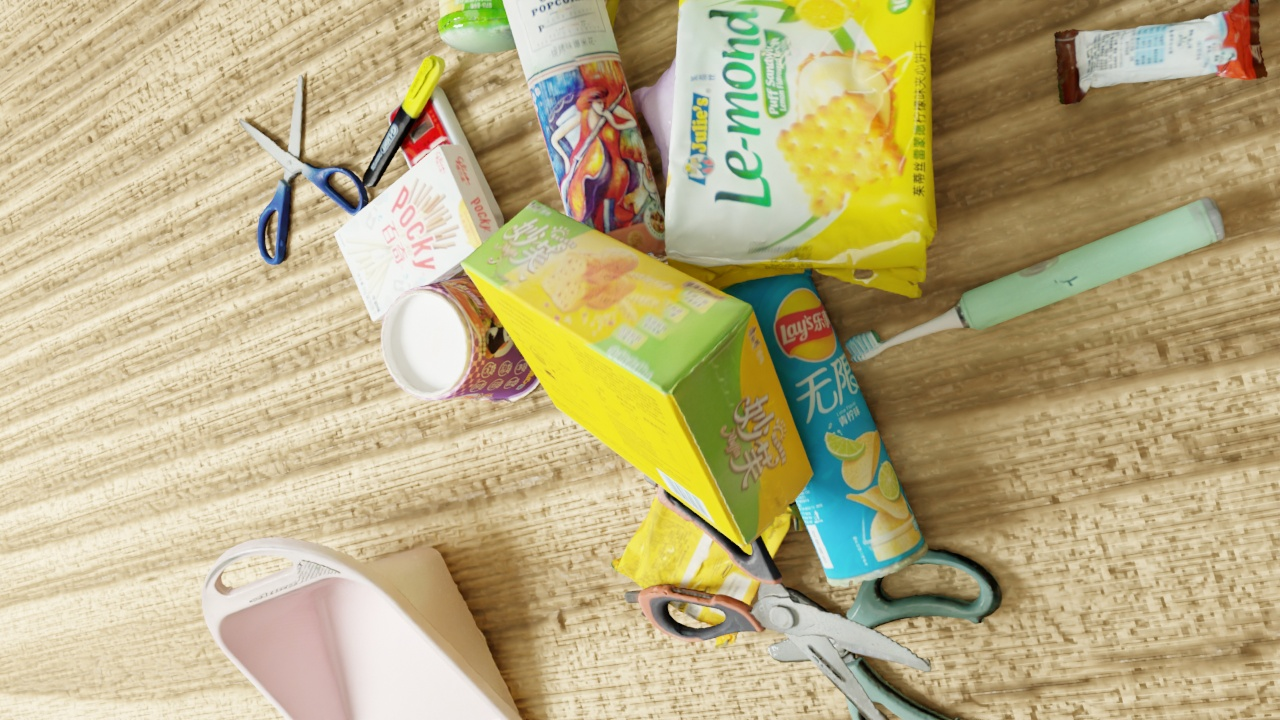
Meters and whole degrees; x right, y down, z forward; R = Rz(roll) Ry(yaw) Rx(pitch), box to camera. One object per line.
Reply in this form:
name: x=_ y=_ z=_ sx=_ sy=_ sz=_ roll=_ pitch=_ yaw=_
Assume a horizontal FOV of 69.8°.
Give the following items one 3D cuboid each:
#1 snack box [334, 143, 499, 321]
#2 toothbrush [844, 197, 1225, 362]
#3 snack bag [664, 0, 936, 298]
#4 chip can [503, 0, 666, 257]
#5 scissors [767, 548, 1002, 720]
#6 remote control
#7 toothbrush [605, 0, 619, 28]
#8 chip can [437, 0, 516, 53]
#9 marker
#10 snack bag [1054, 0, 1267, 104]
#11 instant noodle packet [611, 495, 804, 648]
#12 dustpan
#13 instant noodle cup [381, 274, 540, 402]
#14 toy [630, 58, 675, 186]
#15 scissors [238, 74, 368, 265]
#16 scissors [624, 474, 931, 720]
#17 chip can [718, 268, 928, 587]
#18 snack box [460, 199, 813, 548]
snack box: x=-0.182 y=-0.100 z=0.741 sx=0.157 sy=0.026 sz=0.084 roll=-26 pitch=87 yaw=38
toothbrush: x=0.233 y=-0.042 z=0.565 sx=0.225 sy=0.026 sz=0.027 roll=-23 pitch=107 yaw=26
snack bag: x=0.102 y=-0.157 z=0.563 sx=0.158 sy=0.068 sz=0.246 roll=0 pitch=79 yaw=22
chip can: x=-0.037 y=-0.170 z=0.642 sx=0.071 sy=0.071 sz=0.215 roll=-12 pitch=98 yaw=26
scissors: x=0.176 y=0.212 z=0.627 sx=0.171 sy=0.019 sz=0.181 roll=-23 pitch=87 yaw=25
remote control: x=-0.159 y=-0.155 z=0.744 sx=0.056 sy=0.020 sz=0.136 roll=-28 pitch=83 yaw=25
toothbrush: x=-0.027 y=-0.253 z=0.671 sx=0.017 sy=0.015 sz=0.190 roll=24 pitch=106 yaw=26
chip can: x=-0.120 y=-0.342 z=0.674 sx=0.073 sy=0.072 sz=0.221 roll=0 pitch=96 yaw=26
marker: x=-0.193 y=-0.190 z=0.737 sx=0.018 sy=0.015 sz=0.124 roll=47 pitch=114 yaw=22
snack bag: x=0.293 y=-0.174 z=0.520 sx=0.104 sy=0.026 sz=0.048 roll=-4 pitch=88 yaw=27
instant noodle packet: x=0.047 y=0.131 z=0.665 sx=0.111 sy=0.044 sz=0.129 roll=32 pitch=111 yaw=17
dustpan: x=-0.244 y=0.268 z=0.769 sx=0.223 sy=0.138 sz=0.273 roll=-26 pitch=84 yaw=25
instant noodle cup: x=-0.136 y=-0.017 z=0.706 sx=0.112 sy=0.099 sz=0.111 roll=3 pitch=97 yaw=24
toy: x=0.030 y=-0.156 z=0.643 sx=0.084 sy=0.038 sz=0.108 roll=-26 pitch=85 yaw=44
scissors: x=-0.305 y=-0.166 z=0.819 sx=0.162 sy=0.012 sz=0.173 roll=16 pitch=102 yaw=24
scissors: x=0.076 y=0.157 z=0.610 sx=0.227 sy=0.015 sz=0.189 roll=-12 pitch=95 yaw=34
chip can: x=0.116 y=0.037 z=0.606 sx=0.071 sy=0.071 sz=0.210 roll=-25 pitch=86 yaw=26
snack box: x=-0.003 y=0.003 z=0.575 sx=0.070 sy=0.158 sz=0.210 roll=-43 pitch=45 yaw=-15
